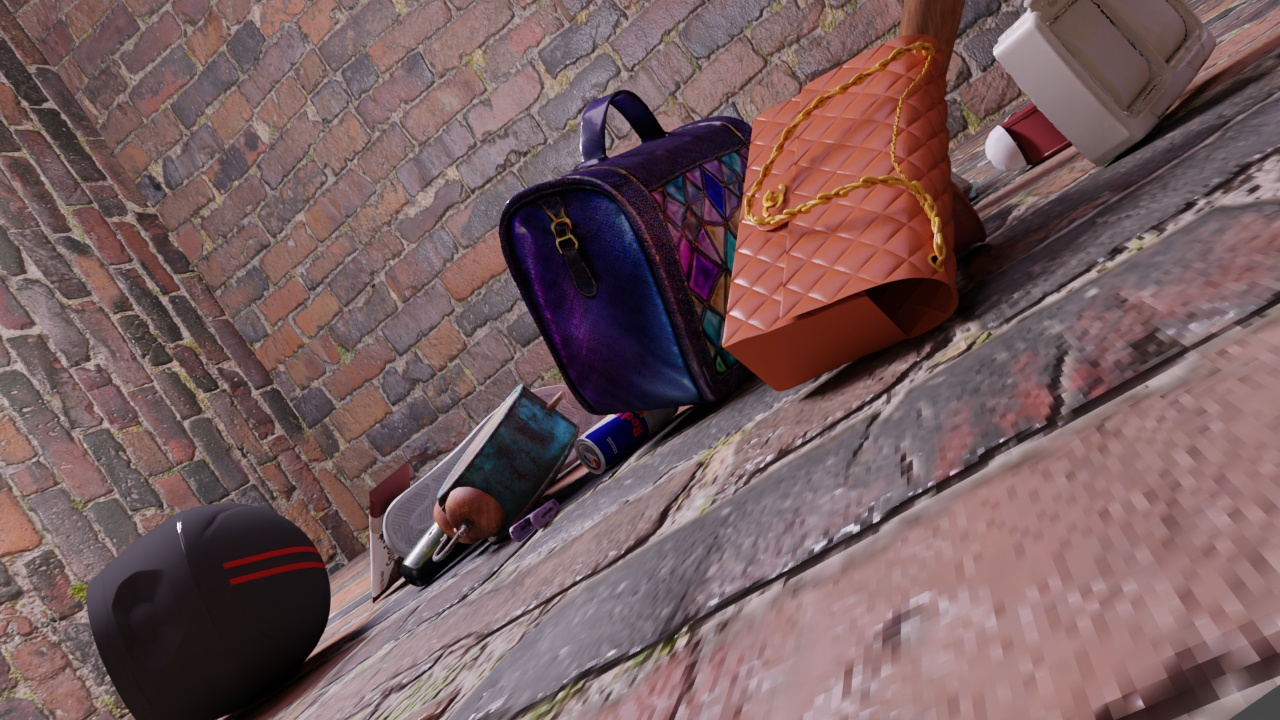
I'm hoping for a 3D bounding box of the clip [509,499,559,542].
[{"bbox_3d":[-0.073,0.111,0.643,0.035,0.013,0.051,-33,-1,15],"label":"clip"}]

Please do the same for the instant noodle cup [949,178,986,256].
[{"bbox_3d":[0.130,-0.070,0.547,0.109,0.097,0.097,-42,0,8],"label":"instant noodle cup"}]

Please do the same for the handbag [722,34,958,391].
[{"bbox_3d":[0.101,-0.083,0.457,0.109,0.060,0.171,-24,41,39],"label":"handbag"}]

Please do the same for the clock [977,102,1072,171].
[{"bbox_3d":[0.337,-0.196,0.758,0.125,0.044,0.086,-34,2,42],"label":"clock"}]

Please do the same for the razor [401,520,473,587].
[{"bbox_3d":[-0.156,0.128,0.801,0.054,0.067,0.151,9,48,40],"label":"razor"}]

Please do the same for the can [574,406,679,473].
[{"bbox_3d":[-0.009,0.051,0.725,0.095,0.032,0.032,-36,2,-36],"label":"can"}]

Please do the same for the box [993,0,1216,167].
[{"bbox_3d":[0.258,-0.231,0.505,0.143,0.193,0.107,-43,0,-33],"label":"box"}]

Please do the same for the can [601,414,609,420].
[{"bbox_3d":[-0.077,0.074,1.113,0.116,0.056,0.092,-36,0,-38],"label":"can"}]

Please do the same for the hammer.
[{"bbox_3d":[0.206,-0.191,0.674,0.157,0.037,0.301,-35,-31,-18],"label":"hammer"}]

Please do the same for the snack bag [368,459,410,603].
[{"bbox_3d":[-0.245,0.171,0.903,0.056,0.013,0.158,-41,-30,-49],"label":"snack bag"}]

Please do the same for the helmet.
[{"bbox_3d":[-0.348,0.206,0.767,0.169,0.164,0.265,-23,-14,-23],"label":"helmet"}]

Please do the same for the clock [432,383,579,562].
[{"bbox_3d":[-0.111,0.100,0.737,0.157,0.073,0.121,-56,9,-24],"label":"clock"}]

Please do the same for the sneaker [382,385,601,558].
[{"bbox_3d":[-0.146,0.108,0.900,0.241,0.089,0.091,-36,-4,-22],"label":"sneaker"}]

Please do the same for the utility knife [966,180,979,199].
[{"bbox_3d":[0.309,-0.161,0.890,0.022,0.015,0.151,-35,-1,15],"label":"utility knife"}]

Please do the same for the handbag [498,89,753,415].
[{"bbox_3d":[0.012,-0.088,0.681,0.126,0.222,0.204,-9,18,37],"label":"handbag"}]
